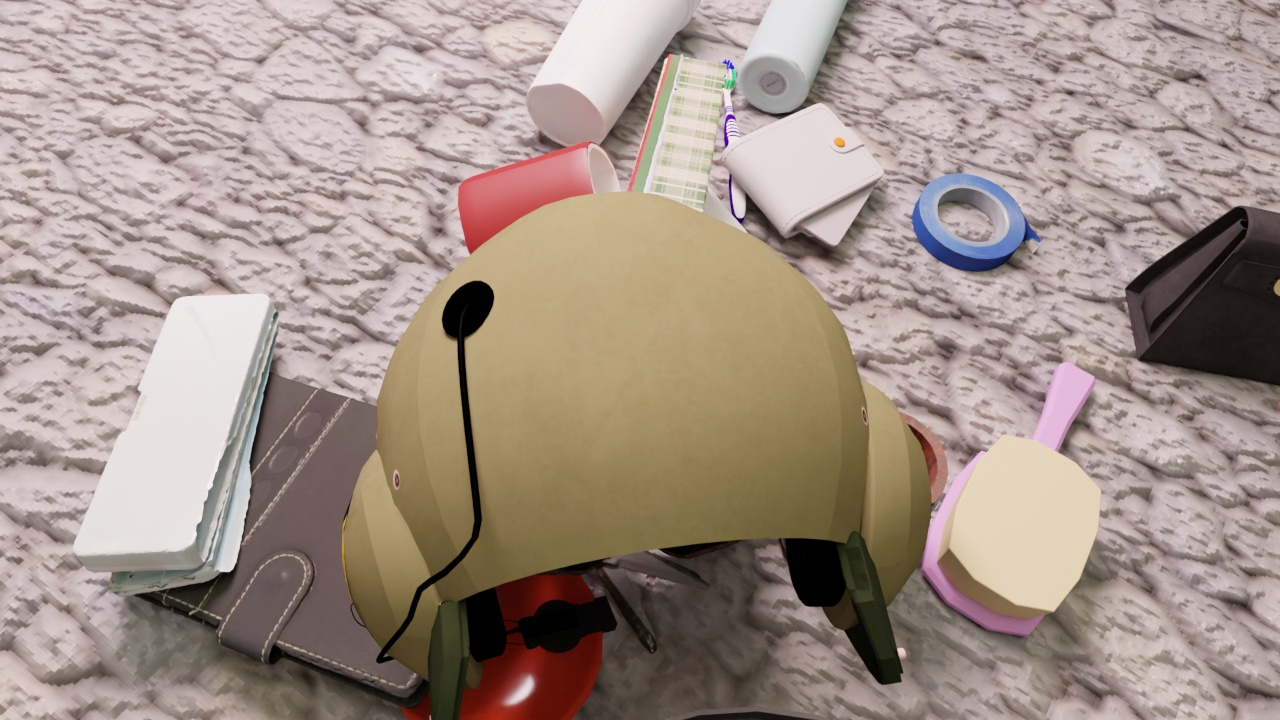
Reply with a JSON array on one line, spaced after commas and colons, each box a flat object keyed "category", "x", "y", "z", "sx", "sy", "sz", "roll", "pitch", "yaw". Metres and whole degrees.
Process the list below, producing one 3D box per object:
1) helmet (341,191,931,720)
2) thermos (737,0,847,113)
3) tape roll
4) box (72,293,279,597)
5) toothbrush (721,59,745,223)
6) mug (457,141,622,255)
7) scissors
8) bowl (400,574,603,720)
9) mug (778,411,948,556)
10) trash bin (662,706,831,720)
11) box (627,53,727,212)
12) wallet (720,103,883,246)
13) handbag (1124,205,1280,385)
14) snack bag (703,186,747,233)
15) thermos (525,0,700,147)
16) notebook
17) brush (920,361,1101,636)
[{"category": "helmet", "x": -0.006, "y": 0.046, "z": 0.426, "sx": 0.250, "sy": 0.256, "sz": 0.232, "roll": -7, "pitch": 66, "yaw": -5}, {"category": "thermos", "x": 0.149, "y": -0.318, "z": 0.849, "sx": 0.078, "sy": 0.065, "sz": 0.206, "roll": 24, "pitch": 58, "yaw": 0}, {"category": "tape roll", "x": 0.274, "y": -0.116, "z": 0.767, "sx": 0.093, "sy": 0.016, "sz": 0.091, "roll": -16, "pitch": 61, "yaw": -17}, {"category": "box", "x": -0.268, "y": 0.040, "z": 0.553, "sx": 0.084, "sy": 0.067, "sz": 0.198, "roll": -22, "pitch": 46, "yaw": 16}, {"category": "toothbrush", "x": 0.079, "y": -0.192, "z": 0.790, "sx": 0.015, "sy": 0.016, "sz": 0.186, "roll": 4, "pitch": 57, "yaw": -8}, {"category": "mug", "x": -0.063, "y": -0.103, "z": 0.667, "sx": 0.097, "sy": 0.116, "sz": 0.080, "roll": -13, "pitch": 88, "yaw": 15}, {"category": "scissors", "x": -0.057, "y": 0.095, "z": 0.581, "sx": 0.179, "sy": 0.015, "sz": 0.198, "roll": -10, "pitch": 72, "yaw": -2}, {"category": "bowl", "x": -0.083, "y": 0.166, "z": 0.531, "sx": 0.122, "sy": 0.035, "sz": 0.121, "roll": 3, "pitch": 58, "yaw": -5}, {"category": "mug", "x": 0.127, "y": 0.071, "z": 0.573, "sx": 0.081, "sy": 0.111, "sz": 0.117, "roll": -23, "pitch": 64, "yaw": -21}, {"category": "trash bin", "x": 0.027, "y": 0.275, "z": 0.362, "sx": 0.217, "sy": 0.228, "sz": 0.217, "roll": 3, "pitch": 58, "yaw": -6}, {"category": "box", "x": 0.021, "y": -0.114, "z": 0.636, "sx": 0.050, "sy": 0.118, "sz": 0.205, "roll": 12, "pitch": 47, "yaw": 1}, {"category": "wallet", "x": 0.144, "y": -0.147, "z": 0.753, "sx": 0.118, "sy": 0.038, "sz": 0.115, "roll": -29, "pitch": 73, "yaw": -27}, {"category": "handbag", "x": 0.492, "y": -0.067, "z": 0.658, "sx": 0.176, "sy": 0.196, "sz": 0.072, "roll": 10, "pitch": 57, "yaw": -1}, {"category": "snack bag", "x": 0.067, "y": -0.073, "z": 0.713, "sx": 0.070, "sy": 0.016, "sz": 0.196, "roll": -25, "pitch": 65, "yaw": -24}, {"category": "thermos", "x": -0.020, "y": -0.285, "z": 0.790, "sx": 0.099, "sy": 0.099, "sz": 0.219, "roll": 23, "pitch": 61, "yaw": 7}, {"category": "notebook", "x": -0.183, "y": 0.096, "z": 0.543, "sx": 0.209, "sy": 0.029, "sz": 0.169, "roll": 13, "pitch": 53, "yaw": 19}, {"category": "brush", "x": 0.272, "y": 0.078, "z": 0.629, "sx": 0.089, "sy": 0.043, "sz": 0.228, "roll": 32, "pitch": 60, "yaw": 12}]
